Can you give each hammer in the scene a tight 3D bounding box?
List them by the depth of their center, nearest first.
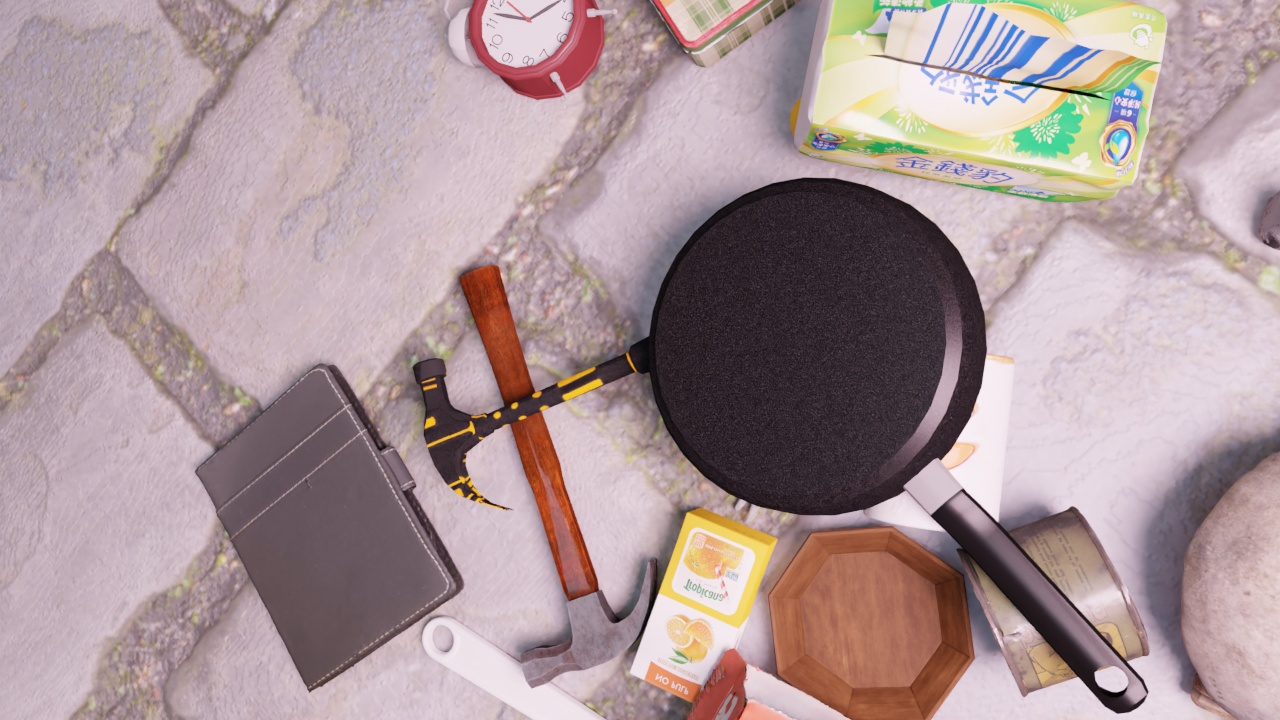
[{"bbox_3d":[0.387,0.054,0.526,0.121,0.049,0.319,17,93,11],"label":"hammer"},{"bbox_3d":[-0.004,0.004,0.632,0.321,0.036,0.123,-22,79,9],"label":"hammer"},{"bbox_3d":[-0.073,0.071,0.666,0.111,0.028,0.300,-21,79,8],"label":"hammer"}]

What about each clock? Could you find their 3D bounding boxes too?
[{"bbox_3d":[-0.086,-0.251,0.682,0.137,0.048,0.096,32,96,15],"label":"clock"}]

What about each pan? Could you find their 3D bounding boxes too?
[{"bbox_3d":[0.140,0.045,0.518,0.204,0.044,0.355,-47,66,18],"label":"pan"}]

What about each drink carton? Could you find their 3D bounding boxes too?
[{"bbox_3d":[0.042,0.169,0.622,0.058,0.040,0.122,20,93,17],"label":"drink carton"}]

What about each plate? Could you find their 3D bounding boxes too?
[{"bbox_3d":[0.149,0.170,0.597,0.131,0.025,0.131,-1,87,17],"label":"plate"}]

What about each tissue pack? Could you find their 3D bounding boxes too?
[{"bbox_3d":[0.197,-0.165,0.523,0.198,0.141,0.120,5,90,2],"label":"tissue pack"}]

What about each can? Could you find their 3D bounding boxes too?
[{"bbox_3d":[0.240,0.140,0.539,0.075,0.089,0.090,-24,80,13],"label":"can"}]

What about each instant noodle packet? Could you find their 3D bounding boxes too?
[{"bbox_3d":[0.116,0.306,0.565,0.221,0.084,0.164,27,96,-4],"label":"instant noodle packet"}]

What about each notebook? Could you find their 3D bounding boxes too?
[{"bbox_3d":[-0.247,0.128,0.720,0.170,0.029,0.209,-36,81,14],"label":"notebook"}]

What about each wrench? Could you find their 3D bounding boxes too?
[{"bbox_3d":[-0.046,0.260,0.657,0.273,0.018,0.066,26,95,18],"label":"wrench"}]

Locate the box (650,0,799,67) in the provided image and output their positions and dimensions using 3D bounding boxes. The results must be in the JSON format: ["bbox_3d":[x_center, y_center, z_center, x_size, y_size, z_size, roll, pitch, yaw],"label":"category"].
[{"bbox_3d":[0.092,-0.308,0.633,0.206,0.050,0.117,-32,77,14],"label":"box"}]

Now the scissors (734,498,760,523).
[{"bbox_3d":[0.114,0.044,0.620,0.144,0.019,0.126,-16,83,17],"label":"scissors"}]

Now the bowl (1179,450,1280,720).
[{"bbox_3d":[0.385,0.131,0.471,0.178,0.081,0.178,0,96,-1],"label":"bowl"}]

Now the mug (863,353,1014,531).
[{"bbox_3d":[0.182,0.047,0.566,0.082,0.082,0.105,5,89,17],"label":"mug"}]

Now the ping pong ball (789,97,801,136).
[{"bbox_3d":[0.121,-0.162,0.618,0.040,0.040,0.040,-1,86,17],"label":"ping pong ball"}]
